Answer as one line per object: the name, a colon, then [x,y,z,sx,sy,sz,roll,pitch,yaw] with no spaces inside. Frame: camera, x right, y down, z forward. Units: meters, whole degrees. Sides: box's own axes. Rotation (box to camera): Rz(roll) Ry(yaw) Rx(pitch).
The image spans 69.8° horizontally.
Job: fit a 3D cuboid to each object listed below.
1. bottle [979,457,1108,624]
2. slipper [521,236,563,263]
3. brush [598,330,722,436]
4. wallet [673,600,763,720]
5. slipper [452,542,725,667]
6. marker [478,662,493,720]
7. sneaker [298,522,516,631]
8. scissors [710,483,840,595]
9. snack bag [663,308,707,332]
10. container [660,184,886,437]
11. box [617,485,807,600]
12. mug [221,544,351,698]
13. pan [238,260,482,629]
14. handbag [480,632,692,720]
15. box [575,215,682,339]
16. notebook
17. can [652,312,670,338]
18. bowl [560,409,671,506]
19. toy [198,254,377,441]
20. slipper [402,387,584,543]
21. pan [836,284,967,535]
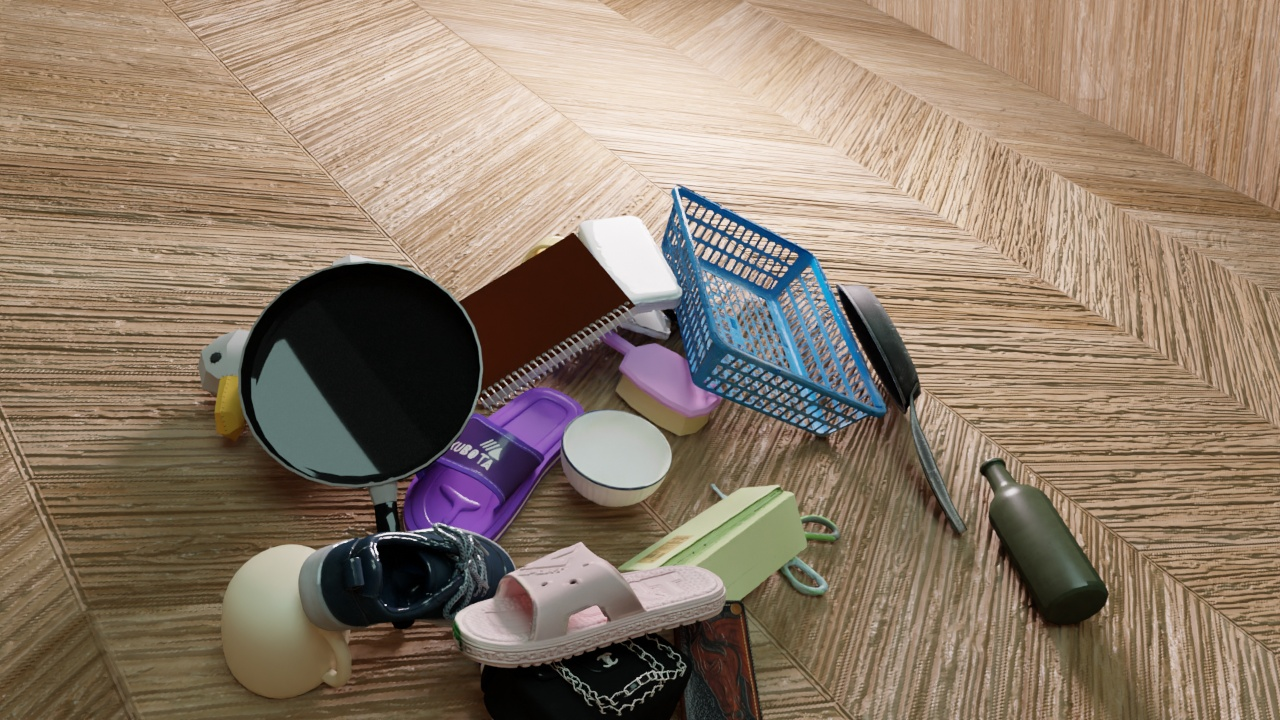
bottle: [0.443,0.194,1.039,0.071,0.072,0.206,4,39,-15]
slipper: [-0.108,-0.110,1.223,0.111,0.079,0.260,19,38,-2]
brush: [-0.007,0.007,1.128,0.229,0.043,0.089,34,40,19]
wallet: [0.066,0.275,0.809,0.072,0.020,0.122,6,58,-20]
slipper: [-0.038,0.186,0.746,0.238,0.064,0.094,-3,10,-29]
marker: [-0.113,0.284,0.763,0.027,0.023,0.133,3,38,-28]
sneaker: [-0.167,0.174,0.756,0.235,0.088,0.089,13,59,-58]
scissors: [0.138,0.191,0.979,0.171,0.025,0.159,2,45,-11]
snack bag: [0.033,-0.093,1.282,0.074,0.018,0.155,12,29,-48]
container: [0.149,-0.061,1.197,0.257,0.089,0.361,22,33,-24]
box: [0.083,0.199,0.921,0.187,0.092,0.083,-26,91,-33]
mug: [-0.275,0.209,0.736,0.120,0.100,0.096,31,40,19]
pan: [-0.251,0.074,0.866,0.225,0.034,0.356,-11,73,-10]
handbag: [-0.041,0.248,0.745,0.125,0.115,0.153,35,30,29]
box: [-0.017,-0.127,1.188,0.122,0.083,0.215,18,33,-38]
notebook: [-0.129,-0.051,1.103,0.209,0.022,0.171,-32,52,-8]
can: [0.003,-0.068,1.244,0.032,0.032,0.095,-17,48,-35]
bowl: [-0.031,0.114,0.976,0.118,0.062,0.117,9,38,-7]
toy: [-0.326,-0.021,0.984,0.267,0.141,0.246,1,51,-3]
slipper: [-0.144,0.089,0.948,0.107,0.084,0.265,28,39,15]
pan: [0.329,0.049,1.142,0.055,0.187,0.356,-27,58,7]
